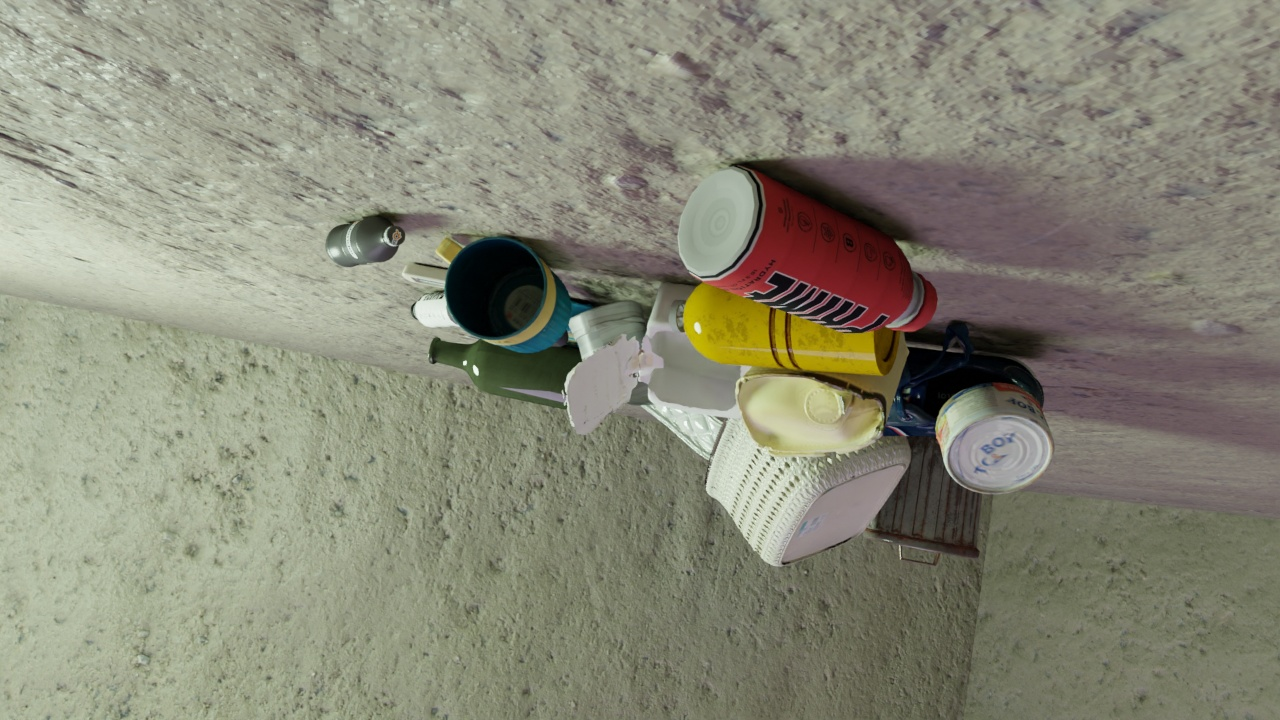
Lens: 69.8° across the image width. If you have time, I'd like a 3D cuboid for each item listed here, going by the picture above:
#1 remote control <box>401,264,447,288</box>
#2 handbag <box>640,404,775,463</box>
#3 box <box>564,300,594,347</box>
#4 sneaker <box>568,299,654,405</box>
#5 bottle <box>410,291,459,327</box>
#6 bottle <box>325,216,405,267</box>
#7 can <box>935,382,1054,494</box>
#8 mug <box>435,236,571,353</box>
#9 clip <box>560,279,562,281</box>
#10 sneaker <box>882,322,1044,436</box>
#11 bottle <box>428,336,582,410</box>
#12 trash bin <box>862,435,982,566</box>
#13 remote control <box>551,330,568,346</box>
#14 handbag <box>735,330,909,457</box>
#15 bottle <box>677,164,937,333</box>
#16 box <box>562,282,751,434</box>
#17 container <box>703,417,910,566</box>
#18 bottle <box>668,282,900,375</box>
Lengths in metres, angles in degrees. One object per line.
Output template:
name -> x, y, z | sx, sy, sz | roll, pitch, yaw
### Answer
remote control -> -0.175, -0.077, 0.920 | 0.125, 0.018, 0.038 | 11, 173, 0
handbag -> 0.081, 0.065, 1.174 | 0.138, 0.072, 0.195 | 2, -152, -46
box -> -0.094, -0.038, 1.054 | 0.094, 0.039, 0.227 | 11, 172, 2
sneaker -> -0.006, 0.005, 0.928 | 0.099, 0.089, 0.236 | -14, 170, 14
bottle -> -0.232, -0.059, 1.059 | 0.041, 0.041, 0.116 | 15, 172, -37
bottle -> -0.220, -0.096, 0.740 | 0.036, 0.036, 0.110 | 15, 172, -38
can -> 0.288, 0.064, 0.749 | 0.086, 0.086, 0.043 | 10, -146, 2
mug -> -0.117, -0.061, 0.765 | 0.113, 0.083, 0.107 | 38, -178, 10
clip -> -0.096, -0.072, 0.842 | 0.051, 0.033, 0.013 | 5, 178, -24
sneaker -> 0.205, 0.020, 0.810 | 0.295, 0.121, 0.127 | 6, -175, 14
bottle -> -0.135, 0.009, 1.035 | 0.207, 0.071, 0.071 | 11, 174, 5
trash bin -> 0.342, 0.133, 1.083 | 0.131, 0.211, 0.131 | 10, 174, 1
remote control -> -0.114, -0.053, 0.892 | 0.033, 0.015, 0.147 | 1, 154, 25
handbag -> 0.147, 0.016, 0.724 | 0.111, 0.081, 0.119 | -4, -153, 31
bottle -> 0.104, -0.052, 0.517 | 0.176, 0.062, 0.062 | 15, 172, -38
box -> 0.018, 0.000, 0.786 | 0.189, 0.101, 0.112 | -6, 133, -3
container -> 0.179, 0.111, 0.990 | 0.184, 0.143, 0.252 | -15, 146, -18
bottle -> 0.099, -0.030, 0.669 | 0.164, 0.071, 0.071 | 4, 172, 30
